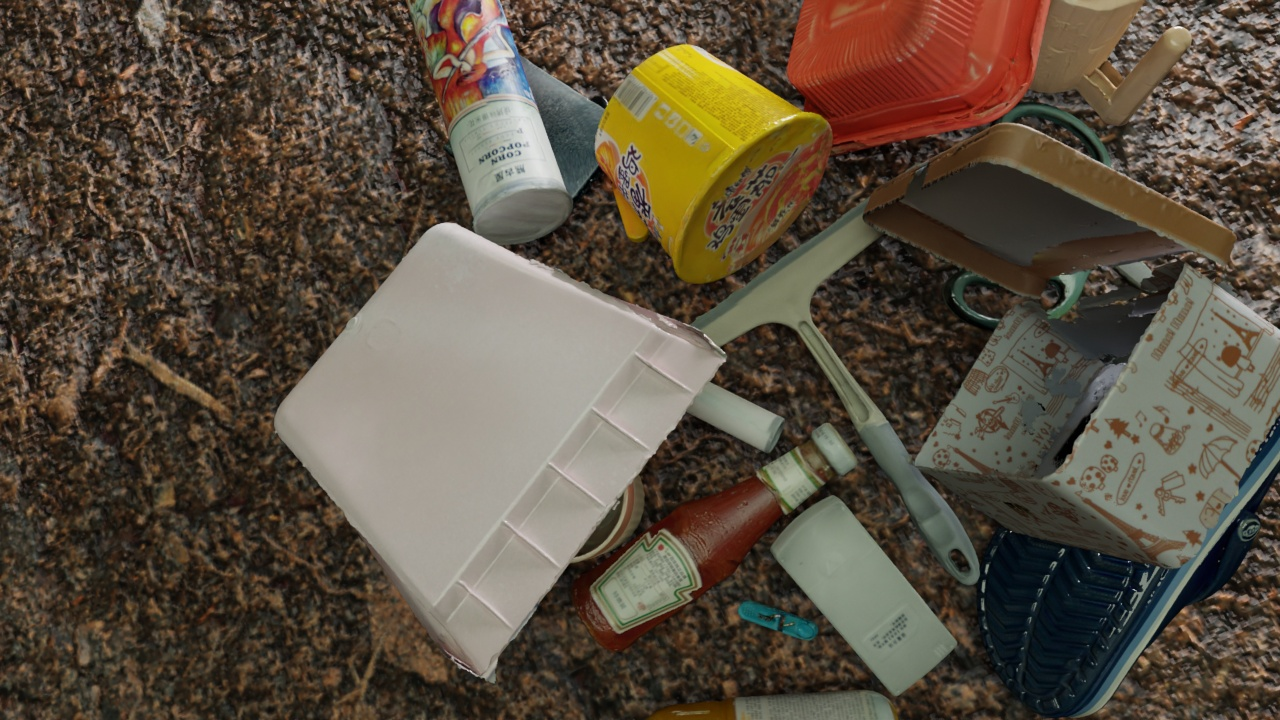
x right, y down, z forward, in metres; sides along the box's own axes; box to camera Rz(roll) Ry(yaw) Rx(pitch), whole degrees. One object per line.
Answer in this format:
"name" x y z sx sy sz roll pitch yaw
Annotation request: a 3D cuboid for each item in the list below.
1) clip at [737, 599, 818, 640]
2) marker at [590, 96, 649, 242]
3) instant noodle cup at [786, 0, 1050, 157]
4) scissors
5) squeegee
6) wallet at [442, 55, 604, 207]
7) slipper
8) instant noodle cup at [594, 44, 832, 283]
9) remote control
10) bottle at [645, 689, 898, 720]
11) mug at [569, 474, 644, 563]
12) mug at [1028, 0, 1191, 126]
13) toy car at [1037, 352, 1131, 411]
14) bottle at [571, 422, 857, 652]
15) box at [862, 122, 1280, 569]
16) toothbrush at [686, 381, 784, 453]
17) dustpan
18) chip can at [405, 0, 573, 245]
"clip" 0.092 0.174 0.616 0.057 0.049 0.015 13 84 19
"marker" -0.017 -0.145 0.692 0.018 0.015 0.123 -18 75 3
"instant noodle cup" 0.171 -0.227 0.600 0.189 0.079 0.164 2 75 54
"scissors" 0.282 -0.105 0.642 0.170 0.019 0.178 -18 77 6
"squeegee" 0.154 0.040 0.622 0.247 0.039 0.246 -35 79 15
"wallet" -0.079 -0.168 0.696 0.121 0.019 0.097 37 87 19
"slipper" 0.307 0.104 0.566 0.095 0.105 0.253 26 100 -29
"instant noodle cup" 0.043 -0.138 0.626 0.138 0.138 0.110 -42 66 -1
"remote control" 0.143 0.150 0.587 0.056 0.019 0.135 -41 102 0
"bottle" 0.067 0.249 0.581 0.189 0.068 0.068 -6 79 7
"mug" -0.044 0.075 0.608 0.082 0.106 0.114 -9 78 6
"mug" 0.304 -0.227 0.617 0.084 0.103 0.124 -34 77 0
"toy car" 0.301 0.009 0.610 0.105 0.032 0.048 -23 78 3
"bottle" 0.049 0.113 0.603 0.206 0.059 0.059 -37 77 6
"box" 0.201 -0.013 0.497 0.193 0.183 0.157 32 84 -2
"toothbrush" -0.004 0.004 0.640 0.221 0.026 0.026 26 119 17
"dustpan" -0.100 0.033 0.590 0.273 0.139 0.222 37 81 20
"chip can" -0.114 -0.193 0.664 0.071 0.071 0.214 -21 72 3
